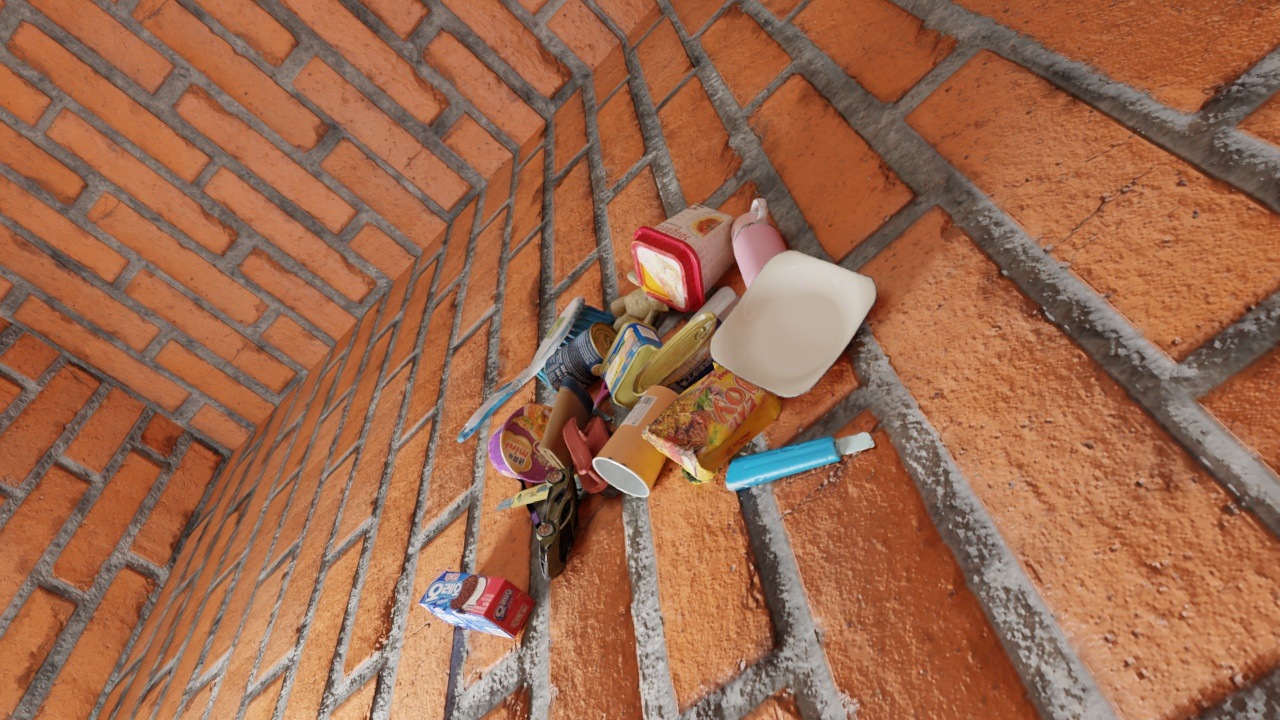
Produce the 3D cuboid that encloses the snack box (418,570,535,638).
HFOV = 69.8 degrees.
[{"bbox_3d":[-0.219,0.317,1.200,0.208,0.057,0.058,-14,40,54],"label":"snack box"}]

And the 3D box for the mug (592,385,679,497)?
[{"bbox_3d":[0.005,0.094,1.115,0.078,0.078,0.122,-10,42,55],"label":"mug"}]

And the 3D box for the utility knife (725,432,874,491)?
[{"bbox_3d":[0.156,0.098,0.915,0.183,0.018,0.034,-23,51,44],"label":"utility knife"}]

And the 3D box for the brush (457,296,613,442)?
[{"bbox_3d":[-0.163,0.024,1.455,0.061,0.109,0.313,2,56,57],"label":"brush"}]

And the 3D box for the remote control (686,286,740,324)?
[{"bbox_3d":[0.083,-0.048,1.240,0.125,0.024,0.049,-47,24,10],"label":"remote control"}]

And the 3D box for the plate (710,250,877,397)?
[{"bbox_3d":[0.171,-0.037,1.019,0.164,0.034,0.163,31,82,46],"label":"plate"}]

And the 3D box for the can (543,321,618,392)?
[{"bbox_3d":[-0.085,0.000,1.396,0.111,0.075,0.075,-34,29,33],"label":"can"}]

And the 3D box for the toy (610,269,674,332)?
[{"bbox_3d":[0.005,-0.084,1.391,0.158,0.066,0.105,-23,68,52],"label":"toy"}]

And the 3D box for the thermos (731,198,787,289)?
[{"bbox_3d":[0.159,-0.136,1.167,0.198,0.067,0.087,-95,12,-57],"label":"thermos"}]

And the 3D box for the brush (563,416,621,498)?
[{"bbox_3d":[-0.063,0.124,1.190,0.063,0.069,0.145,-47,24,9],"label":"brush"}]

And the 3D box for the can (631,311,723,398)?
[{"bbox_3d":[0.057,0.004,1.178,0.148,0.049,0.074,-43,25,16],"label":"can"}]

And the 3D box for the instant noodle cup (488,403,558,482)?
[{"bbox_3d":[-0.166,0.126,1.334,0.099,0.111,0.111,-25,33,60],"label":"instant noodle cup"}]

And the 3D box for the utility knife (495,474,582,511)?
[{"bbox_3d":[-0.141,0.188,1.290,0.184,0.019,0.030,-27,30,40],"label":"utility knife"}]

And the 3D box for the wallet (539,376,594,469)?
[{"bbox_3d":[-0.102,0.091,1.280,0.033,0.090,0.115,7,63,20],"label":"wallet"}]

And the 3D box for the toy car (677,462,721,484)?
[{"bbox_3d":[0.064,0.102,1.050,0.048,0.032,0.105,-37,38,10],"label":"toy car"}]

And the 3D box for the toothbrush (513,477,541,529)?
[{"bbox_3d":[-0.167,0.197,1.331,0.014,0.016,0.189,-54,25,6],"label":"toothbrush"}]

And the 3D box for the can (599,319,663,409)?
[{"bbox_3d":[-0.007,0.007,1.259,0.102,0.057,0.083,-61,24,16],"label":"can"}]

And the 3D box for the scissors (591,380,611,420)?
[{"bbox_3d":[-0.072,0.068,1.354,0.134,0.017,0.133,-55,29,-10],"label":"scissors"}]

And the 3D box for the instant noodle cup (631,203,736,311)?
[{"bbox_3d":[0.068,-0.149,1.277,0.116,0.117,0.124,28,55,35],"label":"instant noodle cup"}]

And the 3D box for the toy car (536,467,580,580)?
[{"bbox_3d":[-0.102,0.205,1.153,0.042,0.070,0.157,-1,41,8],"label":"toy car"}]

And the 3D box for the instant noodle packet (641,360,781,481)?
[{"bbox_3d":[0.079,0.063,1.016,0.128,0.044,0.111,-42,44,-15],"label":"instant noodle packet"}]
